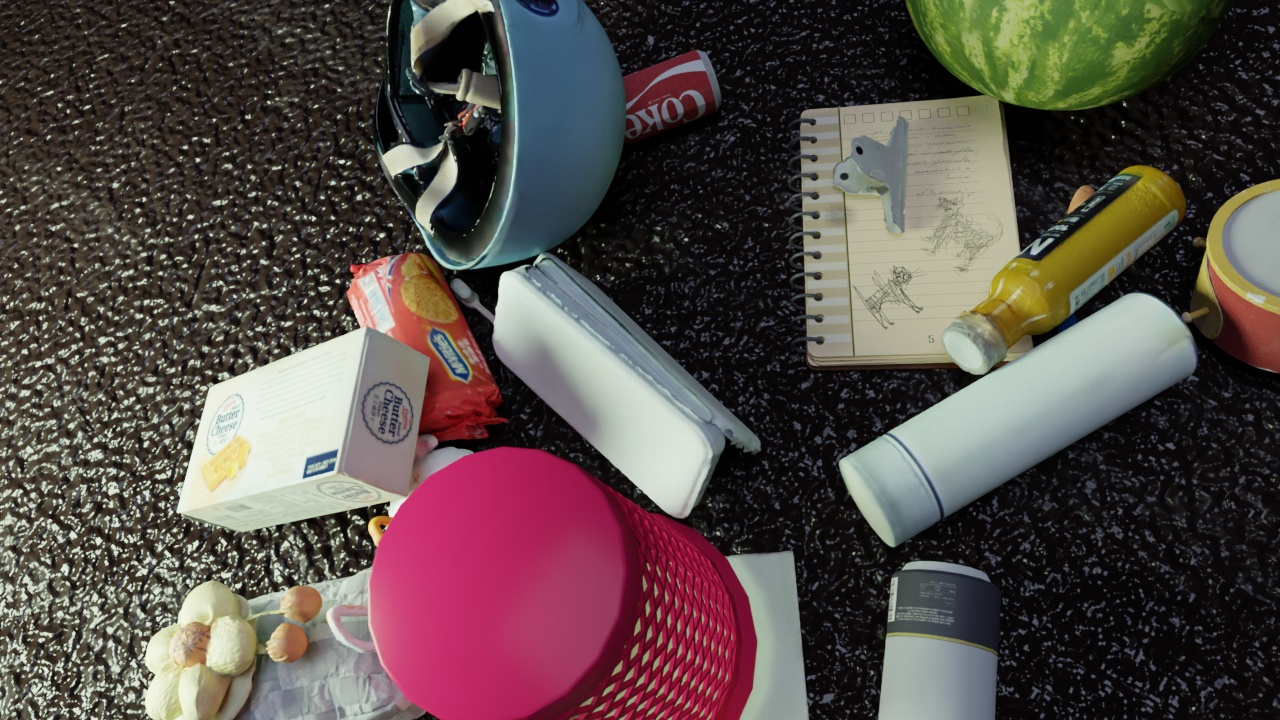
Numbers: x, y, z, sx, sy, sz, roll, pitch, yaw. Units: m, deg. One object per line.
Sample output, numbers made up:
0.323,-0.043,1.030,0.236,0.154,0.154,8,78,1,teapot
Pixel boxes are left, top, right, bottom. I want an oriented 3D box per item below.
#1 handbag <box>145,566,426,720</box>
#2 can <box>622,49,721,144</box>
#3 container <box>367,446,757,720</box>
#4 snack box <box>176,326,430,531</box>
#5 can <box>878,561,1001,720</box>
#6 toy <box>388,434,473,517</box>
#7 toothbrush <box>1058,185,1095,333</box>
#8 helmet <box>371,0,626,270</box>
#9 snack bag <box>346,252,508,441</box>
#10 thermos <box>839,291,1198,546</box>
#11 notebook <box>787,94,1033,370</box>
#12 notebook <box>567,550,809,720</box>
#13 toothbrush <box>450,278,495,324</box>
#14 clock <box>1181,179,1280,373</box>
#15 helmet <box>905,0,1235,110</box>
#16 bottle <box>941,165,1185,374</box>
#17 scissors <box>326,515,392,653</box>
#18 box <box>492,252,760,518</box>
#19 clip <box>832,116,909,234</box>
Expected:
-0.228,0.194,0.601,0.171,0.123,0.112,-14,53,1,handbag
0.015,-0.219,0.770,0.096,0.054,0.054,-20,64,3,can
-0.041,0.145,0.513,0.183,0.226,0.183,-6,64,12,container
-0.243,0.055,0.655,0.208,0.057,0.104,-16,59,36,snack box
0.178,0.189,0.548,0.064,0.064,0.127,6,68,14,can
-0.140,0.096,0.642,0.076,0.037,0.125,-38,93,11,toy
0.314,-0.069,0.662,0.021,0.017,0.134,13,67,13,toothbrush
-0.099,-0.190,0.698,0.166,0.226,0.265,-2,48,-29,helmet
-0.168,-0.008,0.705,0.082,0.082,0.176,-29,64,-2,snack bag
0.244,0.038,0.600,0.230,0.068,0.068,-29,64,-1,thermos
0.197,-0.100,0.695,0.167,0.024,0.225,-1,66,10,notebook
0.018,0.253,0.584,0.182,0.010,0.252,-6,65,9,notebook
-0.089,-0.009,0.720,0.181,0.018,0.015,40,80,23,toothbrush
0.440,-0.045,0.584,0.159,0.081,0.116,11,58,26,clock
0.298,-0.303,0.647,0.212,0.243,0.247,-3,102,-24,helmet
0.284,-0.060,0.622,0.186,0.053,0.053,-37,64,-10,bottle
-0.150,0.160,0.595,0.011,0.128,0.125,-38,82,32,scissors
0.002,-0.001,0.658,0.216,0.108,0.109,41,52,21,box
0.176,-0.145,0.689,0.054,0.038,0.101,8,67,0,clip
